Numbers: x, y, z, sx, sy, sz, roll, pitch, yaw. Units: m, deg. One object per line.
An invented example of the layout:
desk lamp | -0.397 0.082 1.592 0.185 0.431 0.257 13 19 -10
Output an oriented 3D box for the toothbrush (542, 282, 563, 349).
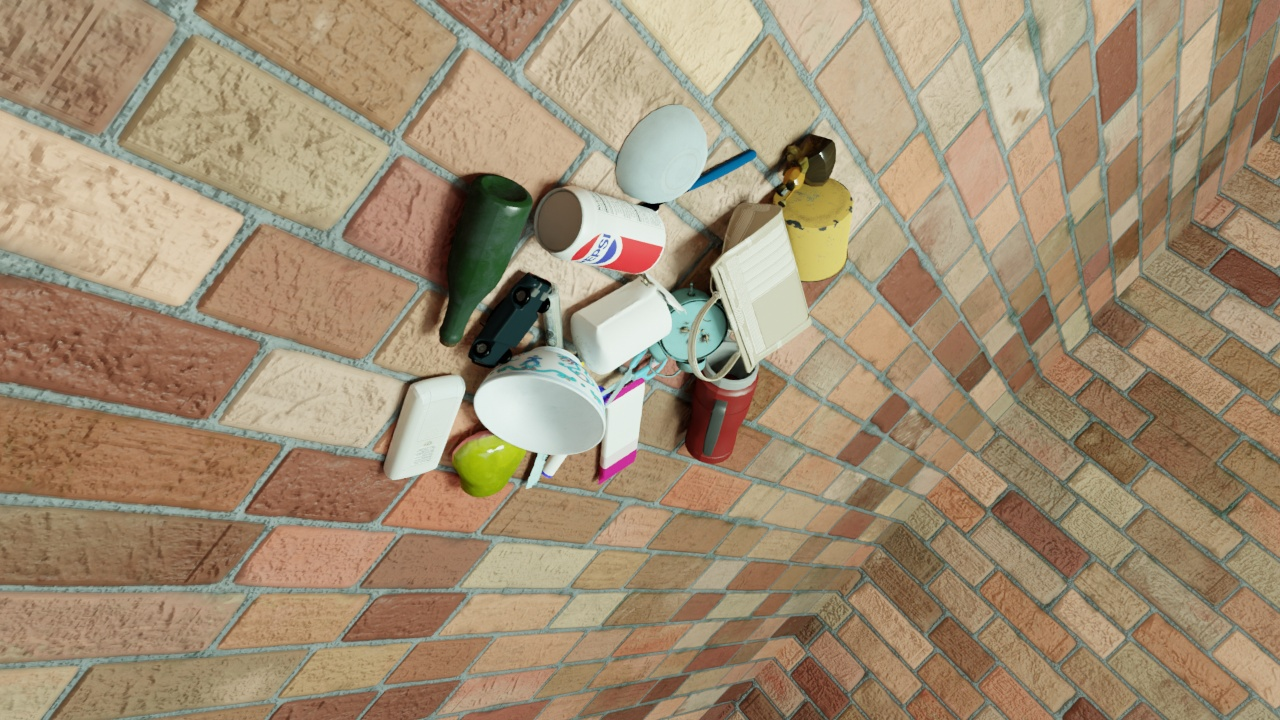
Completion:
toothbrush | -0.097 -0.016 1.027 0.186 0.022 0.024 93 15 -51

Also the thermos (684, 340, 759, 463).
thermos | 0.112 0.073 1.320 0.199 0.084 0.107 99 9 -50

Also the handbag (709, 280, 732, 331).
handbag | 0.120 -0.070 1.206 0.079 0.054 0.128 -46 155 26

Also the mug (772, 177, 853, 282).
mug | 0.213 -0.175 1.142 0.094 0.100 0.123 83 21 -53

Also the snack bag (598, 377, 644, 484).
snack bag | -0.028 0.098 1.262 0.070 0.016 0.197 -32 149 -28

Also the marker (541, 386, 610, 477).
marker | -0.085 0.094 1.183 0.020 0.020 0.142 7 123 -54

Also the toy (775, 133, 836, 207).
toy | 0.189 -0.221 1.079 0.100 0.062 0.076 -50 -170 -18

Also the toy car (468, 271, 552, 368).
toy car | -0.133 -0.041 0.936 0.112 0.034 0.046 -52 150 11

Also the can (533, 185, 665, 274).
can | -0.038 -0.127 0.907 0.132 0.070 0.070 4 125 -53

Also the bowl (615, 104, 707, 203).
bowl | 0.029 -0.201 0.926 0.106 0.039 0.106 -31 148 -22

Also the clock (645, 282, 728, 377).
clock | 0.053 -0.033 1.130 0.090 0.053 0.124 21 114 -27

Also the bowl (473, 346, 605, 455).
bowl | -0.102 0.033 1.005 0.144 0.144 0.074 90 9 -52

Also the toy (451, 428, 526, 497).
toy | -0.180 0.121 1.070 0.089 0.051 0.110 -16 143 -36

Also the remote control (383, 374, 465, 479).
remote control | -0.229 0.072 0.972 0.060 0.025 0.139 -12 140 -43

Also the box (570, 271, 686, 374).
box | -0.009 -0.051 1.036 0.143 0.080 0.089 -31 134 -24

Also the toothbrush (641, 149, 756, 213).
toothbrush | 0.064 -0.194 1.003 0.167 0.014 0.014 -31 159 -24

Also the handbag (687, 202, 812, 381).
handbag | 0.117 -0.056 1.085 0.197 0.062 0.176 -50 135 -29

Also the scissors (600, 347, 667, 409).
scissors | -0.008 0.007 1.154 0.140 0.015 0.111 -37 147 -41

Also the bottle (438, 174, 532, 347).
bottle | -0.152 -0.083 0.840 0.055 0.055 0.175 -10 138 -45

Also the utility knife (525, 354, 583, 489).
utility knife | -0.109 0.080 1.138 0.030 0.019 0.224 -8 131 -38
